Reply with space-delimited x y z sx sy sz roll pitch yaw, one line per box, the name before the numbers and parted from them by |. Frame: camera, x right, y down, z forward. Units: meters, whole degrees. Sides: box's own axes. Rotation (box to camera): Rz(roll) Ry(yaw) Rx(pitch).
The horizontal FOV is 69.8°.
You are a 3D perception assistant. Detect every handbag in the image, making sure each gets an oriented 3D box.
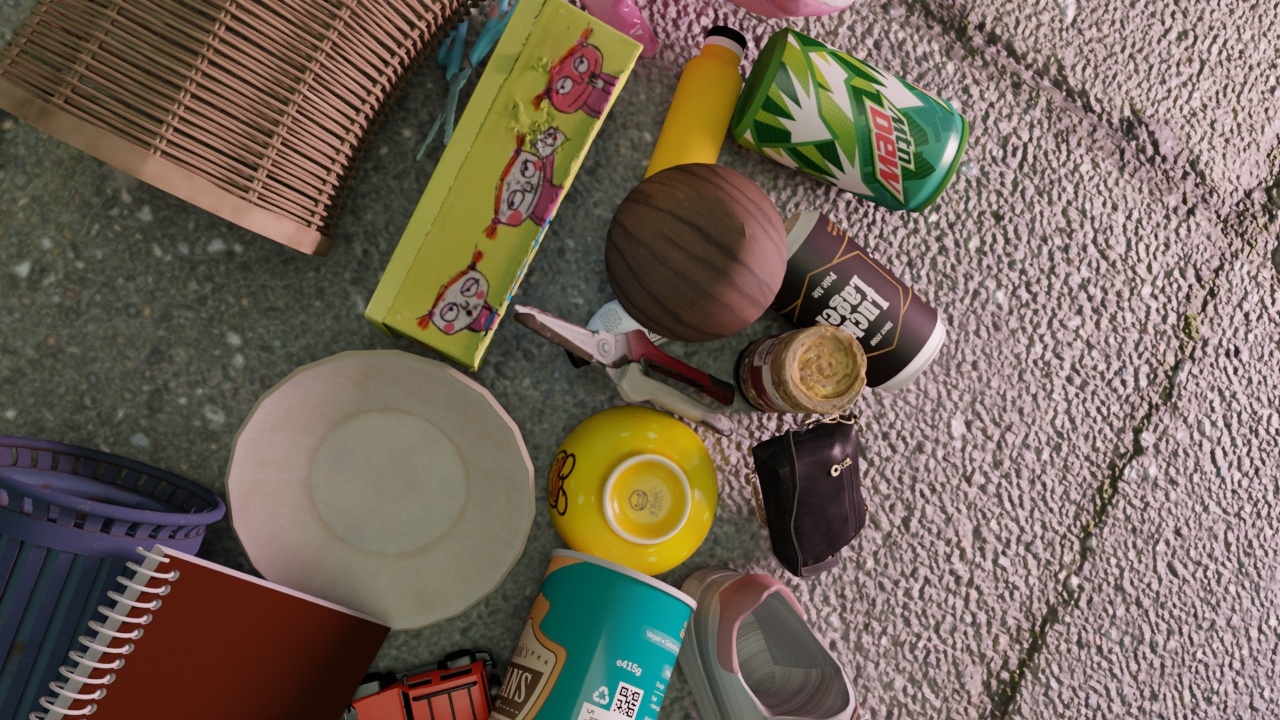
handbag | 0.121 0.091 0.622 0.079 0.054 0.129 -26 126 -16

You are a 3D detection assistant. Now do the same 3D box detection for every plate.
plate | -0.162 0.082 0.583 0.188 0.027 0.189 -1 105 -5

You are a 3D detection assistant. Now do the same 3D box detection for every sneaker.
sneaker | 0.104 0.245 0.600 0.099 0.090 0.236 -27 92 -27

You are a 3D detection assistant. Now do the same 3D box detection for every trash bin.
trash bin | -0.345 0.181 0.507 0.139 0.139 0.249 20 86 -9

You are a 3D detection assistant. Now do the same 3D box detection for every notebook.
notebook | -0.254 0.219 0.500 0.171 0.022 0.209 41 73 -47

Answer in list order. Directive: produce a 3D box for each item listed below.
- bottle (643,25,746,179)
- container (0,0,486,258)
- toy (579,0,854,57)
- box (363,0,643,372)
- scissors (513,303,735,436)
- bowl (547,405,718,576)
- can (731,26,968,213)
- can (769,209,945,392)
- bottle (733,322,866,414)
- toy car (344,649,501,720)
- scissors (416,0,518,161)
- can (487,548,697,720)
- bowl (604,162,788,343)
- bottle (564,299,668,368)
bottle | 0.038 -0.160 0.635 0.043 0.043 0.143 21 84 -9
container | -0.220 -0.188 0.508 0.227 0.227 0.196 27 90 -8
toy | 0.007 -0.264 0.593 0.266 0.186 0.128 34 115 23
box | -0.088 -0.103 0.572 0.079 0.124 0.221 28 85 -8
scissors | -0.001 -0.001 0.587 0.189 0.015 0.139 55 45 -21
bowl | -0.001 0.088 0.607 0.117 0.068 0.117 0 87 -10
can | 0.143 -0.163 0.634 0.144 0.083 0.083 21 84 -9
can | 0.141 -0.041 0.635 0.128 0.072 0.072 39 82 -7
bottle | 0.103 0.008 0.609 0.056 0.105 0.056 0 88 -11
toy car | -0.138 0.221 0.586 0.100 0.049 0.051 -12 90 -10
scissors | -0.118 -0.187 0.586 0.015 0.118 0.139 35 85 -35
can | -0.035 0.202 0.563 0.099 0.099 0.143 25 69 -9
bowl | 0.034 -0.072 0.585 0.119 0.032 0.119 -1 85 7
bottle | 0.003 -0.028 0.625 0.116 0.041 0.041 -26 93 -10
